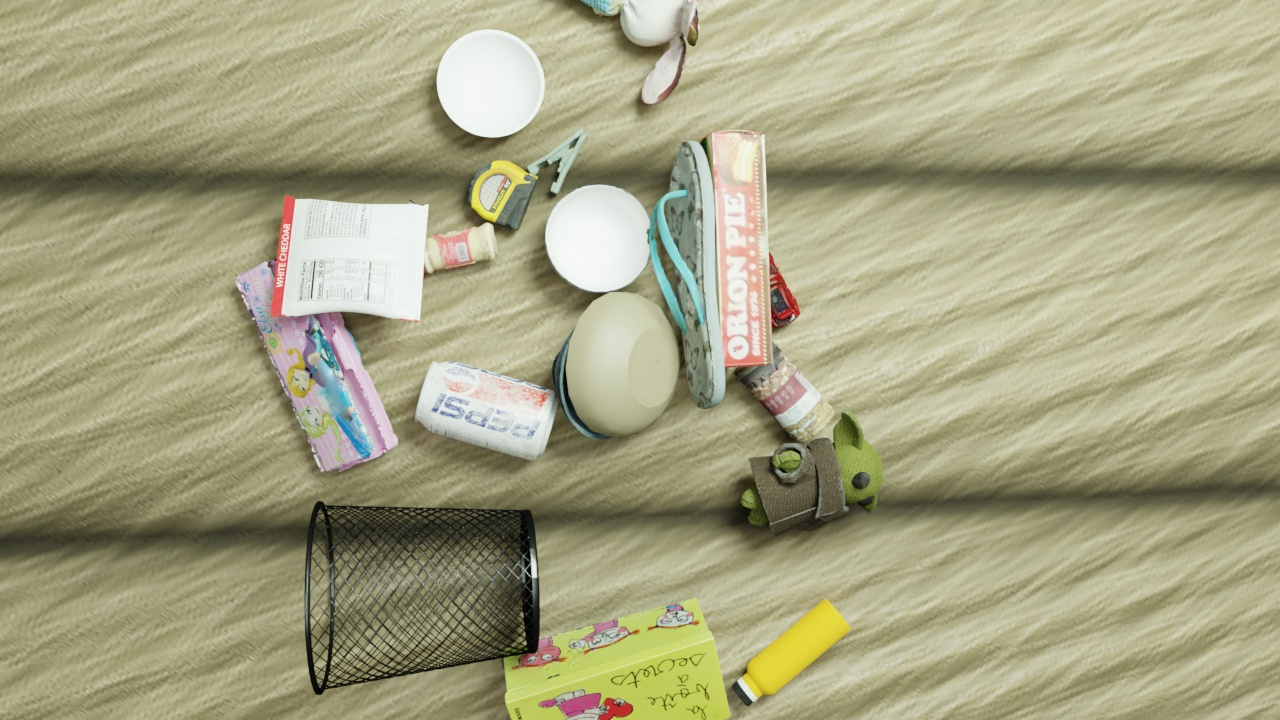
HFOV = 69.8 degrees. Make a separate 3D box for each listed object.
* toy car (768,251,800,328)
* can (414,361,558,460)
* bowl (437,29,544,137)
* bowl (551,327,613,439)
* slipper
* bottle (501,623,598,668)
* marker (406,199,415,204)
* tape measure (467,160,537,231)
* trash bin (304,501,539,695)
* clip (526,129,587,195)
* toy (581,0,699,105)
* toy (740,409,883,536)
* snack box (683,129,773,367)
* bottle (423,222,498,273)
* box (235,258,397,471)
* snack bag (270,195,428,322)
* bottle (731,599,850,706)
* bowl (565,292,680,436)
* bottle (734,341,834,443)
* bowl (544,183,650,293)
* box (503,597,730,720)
[{"bbox_3d":[0.142,-0.080,1.013,0.042,0.036,0.091,-29,89,-3],"label":"toy car"},{"bbox_3d":[-0.160,0.051,0.964,0.136,0.078,0.078,17,90,-6],"label":"can"},{"bbox_3d":[-0.157,-0.287,0.970,0.110,0.040,0.110,0,92,-6],"label":"bowl"},{"bbox_3d":[-0.056,0.013,0.973,0.136,0.057,0.137,-7,100,-49],"label":"bowl"},{"bbox_3d":[0.039,-0.084,0.926,0.054,0.098,0.268,-5,89,-17],"label":"slipper"},{"bbox_3d":[-0.096,0.317,1.004,0.113,0.030,0.030,-14,93,-5],"label":"bottle"},{"bbox_3d":[-0.283,-0.112,0.976,0.016,0.016,0.140,38,88,-6],"label":"marker"},{"bbox_3d":[-0.148,-0.179,0.975,0.064,0.037,0.066,22,107,-7],"label":"tape measure"},{"bbox_3d":[-0.213,0.229,0.921,0.210,0.184,0.184,-2,92,-12],"label":"trash bin"},{"bbox_3d":[-0.084,-0.219,0.990,0.059,0.023,0.076,42,90,-7],"label":"clip"},{"bbox_3d":[-0.011,-0.382,0.971,0.205,0.131,0.105,41,49,8],"label":"toy"},{"bbox_3d":[0.185,0.133,0.985,0.153,0.078,0.179,-18,135,7],"label":"toy"},{"bbox_3d":[0.086,-0.111,0.962,0.060,0.113,0.236,-3,93,-16],"label":"snack box"},{"bbox_3d":[-0.206,-0.116,0.971,0.109,0.044,0.044,-13,93,-6],"label":"bottle"},{"bbox_3d":[-0.339,0.003,0.950,0.085,0.053,0.230,-22,94,11],"label":"box"},{"bbox_3d":[-0.291,-0.103,0.921,0.144,0.039,0.130,2,73,-6],"label":"snack bag"},{"bbox_3d":[0.166,0.329,1.024,0.143,0.043,0.043,-39,95,-3],"label":"bottle"},{"bbox_3d":[-0.006,0.005,0.946,0.152,0.051,0.152,-8,100,-49],"label":"bowl"},{"bbox_3d":[0.158,0.035,1.006,0.056,0.056,0.105,-43,96,-3],"label":"bottle"},{"bbox_3d":[-0.046,-0.127,0.976,0.113,0.063,0.113,0,92,-6],"label":"bowl"},{"bbox_3d":[-0.025,0.342,0.969,0.221,0.080,0.124,-12,118,-5],"label":"box"}]
